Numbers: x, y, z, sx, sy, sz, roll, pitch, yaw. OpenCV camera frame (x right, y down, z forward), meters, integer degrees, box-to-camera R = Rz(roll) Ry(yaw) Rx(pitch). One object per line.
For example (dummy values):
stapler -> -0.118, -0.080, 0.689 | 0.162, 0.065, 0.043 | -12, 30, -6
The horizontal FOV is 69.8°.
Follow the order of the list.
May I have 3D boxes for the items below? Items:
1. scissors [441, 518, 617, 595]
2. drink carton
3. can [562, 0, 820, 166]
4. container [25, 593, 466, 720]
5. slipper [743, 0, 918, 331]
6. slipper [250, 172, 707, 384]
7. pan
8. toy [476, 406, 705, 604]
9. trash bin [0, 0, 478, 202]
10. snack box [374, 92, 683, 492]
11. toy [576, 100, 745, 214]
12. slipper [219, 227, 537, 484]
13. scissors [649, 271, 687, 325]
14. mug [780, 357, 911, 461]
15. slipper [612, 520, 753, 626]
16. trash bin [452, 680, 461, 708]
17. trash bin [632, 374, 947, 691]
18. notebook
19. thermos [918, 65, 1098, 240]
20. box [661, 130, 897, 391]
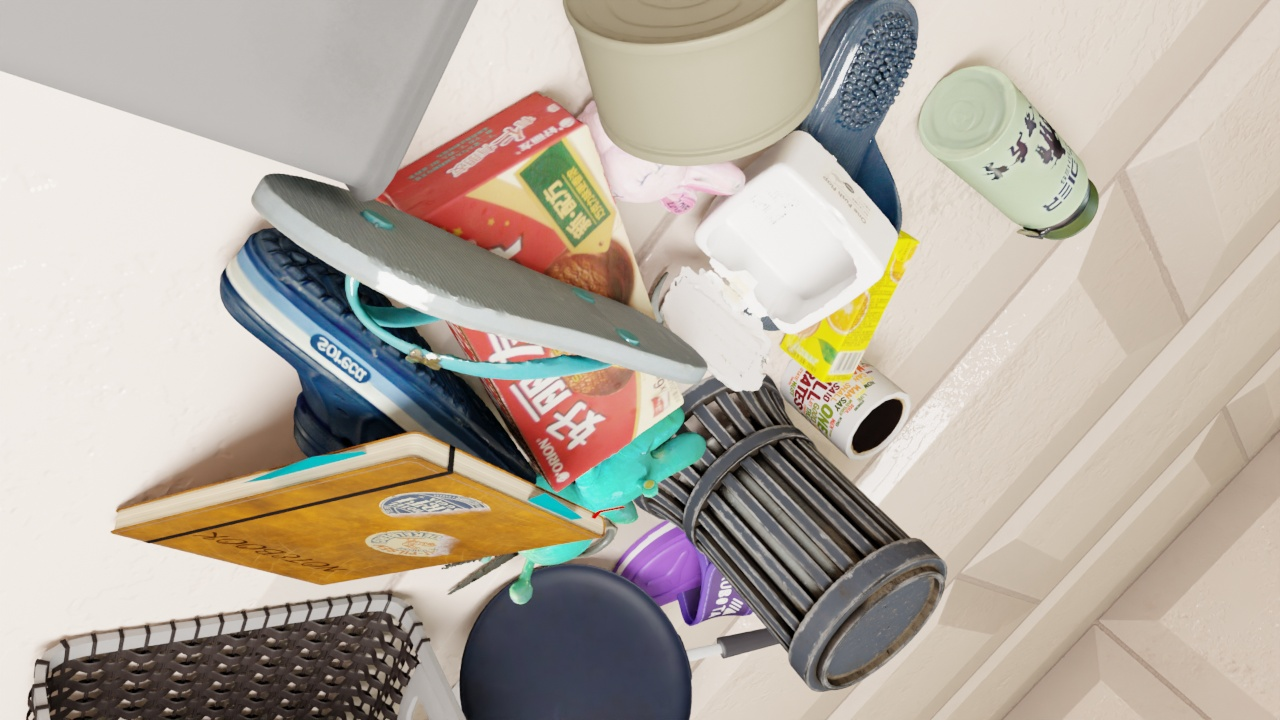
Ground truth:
scissors -> -0.078, 0.147, 0.763 | 0.158, 0.012, 0.162 | -50, 140, 6
drink carton -> 0.170, -0.053, 0.758 | 0.042, 0.058, 0.135 | -2, 124, -39
can -> 0.030, -0.170, 0.480 | 0.127, 0.128, 0.073 | -33, 142, -13
container -> -0.261, 0.343, 0.605 | 0.245, 0.247, 0.244 | 2, 126, -42
slipper -> 0.144, -0.121, 0.658 | 0.101, 0.082, 0.264 | -8, 129, -33
slipper -> -0.065, -0.016, 0.461 | 0.268, 0.098, 0.055 | 18, 107, -43
pan -> 0.019, 0.262, 0.793 | 0.355, 0.198, 0.021 | -4, 152, -26
toy -> -0.038, 0.104, 0.697 | 0.193, 0.072, 0.131 | -35, 129, 0
trash bin -> -0.167, -0.185, 0.325 | 0.219, 0.097, 0.192 | 13, 115, -45
snack box -> -0.058, -0.032, 0.569 | 0.113, 0.060, 0.236 | -33, 135, -13
toy -> 0.008, -0.118, 0.559 | 0.110, 0.047, 0.064 | 16, 151, -36
slipper -> -0.147, 0.033, 0.529 | 0.095, 0.105, 0.253 | -38, 140, -1
scissors -> -0.001, 0.007, 0.698 | 0.124, 0.019, 0.157 | -33, 138, -15
mug -> 0.193, 0.036, 0.832 | 0.105, 0.089, 0.074 | 14, 115, -46
slipper -> 0.103, 0.201, 0.909 | 0.265, 0.084, 0.107 | -10, 130, -34
trash bin -> -0.077, 0.369, 0.843 | 0.195, 0.195, 0.199 | -43, 131, -1
trash bin -> 0.120, 0.139, 0.753 | 0.164, 0.227, 0.164 | -23, 137, -24
notebook -> -0.159, 0.090, 0.523 | 0.250, 0.014, 0.178 | -15, 150, 27
thermos -> 0.318, -0.160, 0.772 | 0.231, 0.082, 0.082 | 16, 113, -47
box -> 0.078, -0.054, 0.594 | 0.129, 0.108, 0.136 | -36, -168, 41
